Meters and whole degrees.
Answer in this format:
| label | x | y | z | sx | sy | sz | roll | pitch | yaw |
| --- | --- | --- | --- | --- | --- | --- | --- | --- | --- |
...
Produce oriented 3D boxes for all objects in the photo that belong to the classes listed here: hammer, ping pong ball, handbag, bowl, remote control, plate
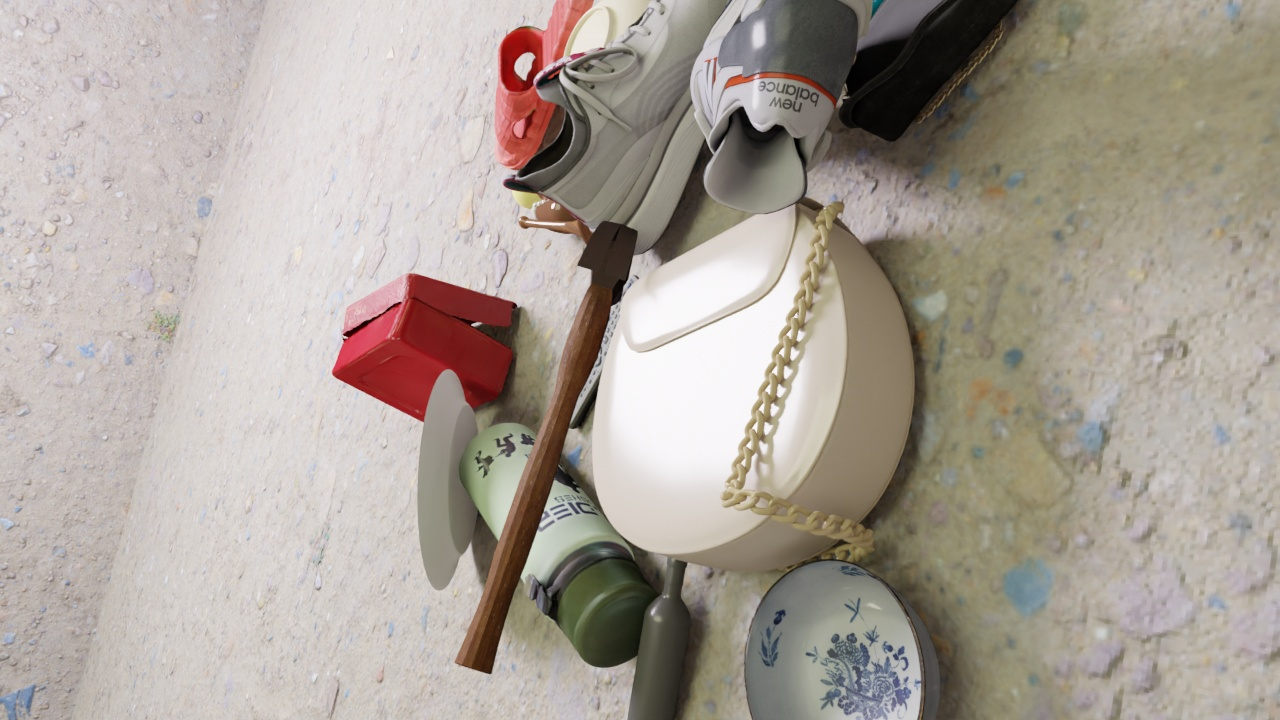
| label | x | y | z | sx | sy | sz | roll | pitch | yaw |
| --- | --- | --- | --- | --- | --- | --- | --- | --- | --- |
| hammer | -0.060 | 0.050 | 0.632 | 0.115 | 0.033 | 0.322 | 107 | -179 | -71 |
| ping pong ball | -0.105 | -0.167 | 0.890 | 0.040 | 0.040 | 0.040 | -25 | 57 | 46 |
| handbag | 0.053 | 0.017 | 0.553 | 0.211 | 0.103 | 0.208 | -24 | 54 | 45 |
| bowl | -0.017 | -0.252 | 0.779 | 0.151 | 0.075 | 0.150 | -26 | 56 | 46 |
| handbag | 0.160 | -0.194 | 0.537 | 0.129 | 0.054 | 0.079 | -50 | 36 | 36 |
| bowl | 0.109 | 0.161 | 0.469 | 0.115 | 0.045 | 0.114 | -25 | 57 | 46 |
| remote control | -0.031 | -0.005 | 0.749 | 0.137 | 0.013 | 0.033 | -61 | 37 | 17 |
| plate | -0.160 | 0.103 | 0.795 | 0.188 | 0.016 | 0.188 | 6 | -96 | -88 |

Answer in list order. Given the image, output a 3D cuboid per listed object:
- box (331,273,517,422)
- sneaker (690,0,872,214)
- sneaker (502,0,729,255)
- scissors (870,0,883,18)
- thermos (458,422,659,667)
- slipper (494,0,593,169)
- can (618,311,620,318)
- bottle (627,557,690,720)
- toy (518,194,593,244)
| label | x | y | z | sx | sy | sz | roll | pitch | yaw |
| --- | --- | --- | --- | --- | --- | --- | --- | --- | --- |
| box | -0.214 | -0.009 | 0.899 | 0.158 | 0.134 | 0.110 | -17 | 60 | 51 |
| sneaker | 0.069 | -0.143 | 0.532 | 0.240 | 0.089 | 0.124 | 107 | 178 | -77 |
| sneaker | -0.005 | -0.213 | 0.672 | 0.264 | 0.128 | 0.096 | -64 | 23 | 22 |
| scissors | 0.144 | -0.234 | 0.604 | 0.148 | 0.019 | 0.123 | 3 | 79 | 55 |
| thermos | -0.067 | 0.131 | 0.684 | 0.231 | 0.082 | 0.082 | 41 | 110 | 52 |
| slipper | -0.110 | -0.283 | 0.892 | 0.250 | 0.059 | 0.103 | 130 | 145 | -50 |
| can | -0.004 | 0.004 | 0.682 | 0.032 | 0.032 | 0.095 | -29 | 45 | 44 |
| bottle | 0.015 | 0.179 | 0.588 | 0.030 | 0.030 | 0.113 | 13 | 94 | 54 |
| toy | -0.065 | -0.130 | 0.820 | 0.102 | 0.041 | 0.054 | 14 | 49 | 45 |
